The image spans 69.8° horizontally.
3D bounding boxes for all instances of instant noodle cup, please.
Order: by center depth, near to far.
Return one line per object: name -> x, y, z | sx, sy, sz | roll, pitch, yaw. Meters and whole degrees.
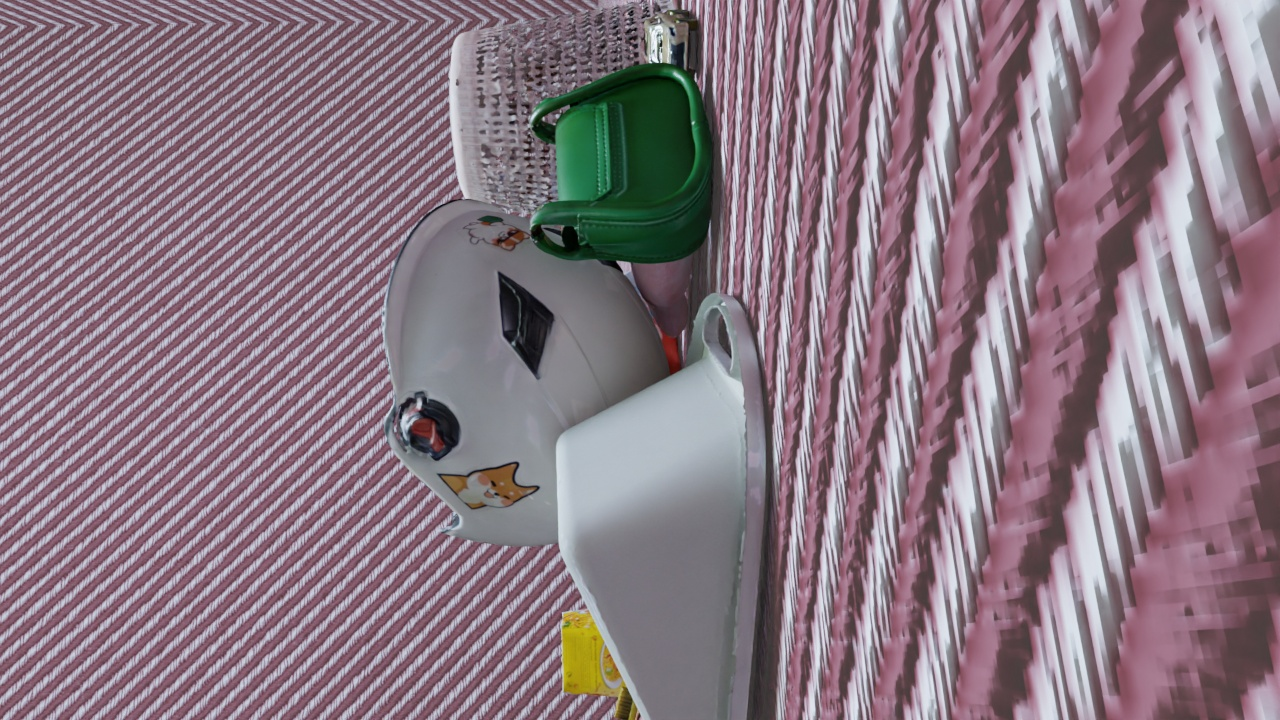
instant noodle cup -> -0.028, 0.331, 1.052 | 0.116, 0.123, 0.116 | 172, 97, -87

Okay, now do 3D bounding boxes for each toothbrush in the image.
toothbrush -> 0.012, 0.185, 0.714 | 0.016, 0.016, 0.190 | 115, 171, -80

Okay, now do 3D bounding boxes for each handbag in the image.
handbag -> -0.013, -0.126, 0.598 | 0.068, 0.120, 0.131 | 82, -178, -61

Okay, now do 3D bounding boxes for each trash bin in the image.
trash bin -> -0.065, -0.216, 0.824 | 0.227, 0.192, 0.227 | 175, 93, -87

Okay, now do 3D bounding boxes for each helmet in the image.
helmet -> -0.061, 0.018, 0.681 | 0.229, 0.157, 0.274 | -55, -36, -49

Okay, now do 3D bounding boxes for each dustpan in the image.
dustpan -> 0.041, 0.104, 0.535 | 0.258, 0.142, 0.222 | 63, -178, -16

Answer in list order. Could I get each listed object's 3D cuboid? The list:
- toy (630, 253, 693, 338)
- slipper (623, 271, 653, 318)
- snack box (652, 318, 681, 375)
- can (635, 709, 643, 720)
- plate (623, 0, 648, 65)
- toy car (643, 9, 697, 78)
toy -> 0.017, -0.086, 0.705 | 0.160, 0.054, 0.121 | 79, -173, -57
slipper -> -0.015, -0.017, 1.035 | 0.244, 0.074, 0.104 | -68, -10, -54
snack box -> -0.005, 0.005, 0.849 | 0.091, 0.080, 0.082 | -97, 7, -53
can -> 0.023, 0.286, 0.716 | 0.147, 0.058, 0.058 | 115, 153, -82
plate -> -0.007, -0.324, 1.140 | 0.229, 0.028, 0.229 | 177, 92, -86
toy car -> 0.021, -0.229, 0.665 | 0.090, 0.035, 0.042 | -103, 11, -63
